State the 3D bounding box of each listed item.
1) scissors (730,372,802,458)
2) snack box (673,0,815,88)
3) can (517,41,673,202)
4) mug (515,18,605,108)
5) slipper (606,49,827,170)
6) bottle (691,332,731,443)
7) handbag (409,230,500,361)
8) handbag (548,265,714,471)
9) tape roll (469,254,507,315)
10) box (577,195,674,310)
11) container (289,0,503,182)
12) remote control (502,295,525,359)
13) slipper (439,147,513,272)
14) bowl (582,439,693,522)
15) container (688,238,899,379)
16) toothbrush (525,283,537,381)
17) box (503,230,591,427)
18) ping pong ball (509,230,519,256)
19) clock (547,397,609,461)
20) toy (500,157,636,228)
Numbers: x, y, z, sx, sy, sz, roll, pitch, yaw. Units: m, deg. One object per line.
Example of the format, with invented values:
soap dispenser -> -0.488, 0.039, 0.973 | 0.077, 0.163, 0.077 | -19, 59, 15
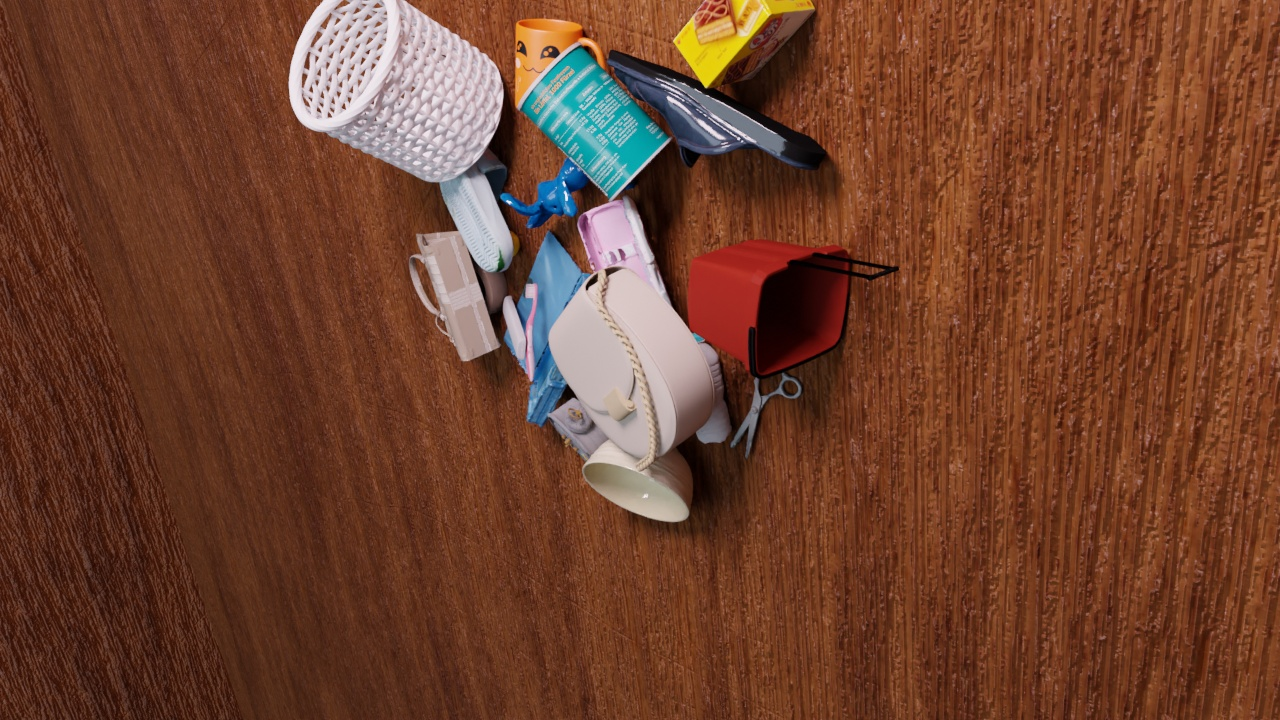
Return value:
scissors -> 0.133, 0.042, 1.097 | 0.154, 0.014, 0.131 | -38, 83, 43
snack box -> 0.101, -0.327, 0.895 | 0.061, 0.083, 0.106 | 57, 137, 7
can -> -0.050, -0.262, 1.016 | 0.144, 0.099, 0.100 | 44, 137, -7
mug -> -0.093, -0.343, 1.082 | 0.113, 0.077, 0.096 | 14, 121, 16
slipper -> 0.061, -0.240, 0.953 | 0.265, 0.108, 0.084 | 35, 115, 21
bottle -> 0.080, 0.033, 1.121 | 0.044, 0.044, 0.136 | 4, 112, 42
handbag -> -0.298, -0.108, 1.364 | 0.198, 0.062, 0.176 | 21, 131, 54
handbag -> -0.007, 0.006, 1.061 | 0.208, 0.103, 0.211 | 55, 151, 5
tape roll -> -0.240, -0.112, 1.362 | 0.094, 0.030, 0.094 | 21, 123, 35
box -> -0.010, -0.093, 1.102 | 0.111, 0.101, 0.201 | -17, 98, 21
container -> -0.301, -0.341, 1.145 | 0.190, 0.186, 0.189 | -9, 74, 33
remote control -> -0.179, -0.048, 1.299 | 0.130, 0.012, 0.033 | -117, 32, -54
slipper -> -0.217, -0.226, 1.250 | 0.245, 0.074, 0.104 | 64, 148, 23
bowl -> 0.006, 0.143, 1.205 | 0.151, 0.075, 0.151 | 19, 152, 10
container -> 0.158, -0.055, 0.929 | 0.201, 0.147, 0.127 | 26, 125, 44
toothbrush -> -0.151, -0.038, 1.258 | 0.022, 0.016, 0.135 | -172, 84, -72
box -> -0.120, -0.041, 1.275 | 0.232, 0.060, 0.175 | -58, 43, 43
ping pong ball -> -0.189, -0.162, 1.282 | 0.040, 0.040, 0.040 | 21, 123, 36
clock -> -0.082, 0.096, 1.256 | 0.104, 0.056, 0.148 | 43, 166, 20
toy -> -0.093, -0.208, 1.125 | 0.177, 0.112, 0.071 | -18, 95, 30
